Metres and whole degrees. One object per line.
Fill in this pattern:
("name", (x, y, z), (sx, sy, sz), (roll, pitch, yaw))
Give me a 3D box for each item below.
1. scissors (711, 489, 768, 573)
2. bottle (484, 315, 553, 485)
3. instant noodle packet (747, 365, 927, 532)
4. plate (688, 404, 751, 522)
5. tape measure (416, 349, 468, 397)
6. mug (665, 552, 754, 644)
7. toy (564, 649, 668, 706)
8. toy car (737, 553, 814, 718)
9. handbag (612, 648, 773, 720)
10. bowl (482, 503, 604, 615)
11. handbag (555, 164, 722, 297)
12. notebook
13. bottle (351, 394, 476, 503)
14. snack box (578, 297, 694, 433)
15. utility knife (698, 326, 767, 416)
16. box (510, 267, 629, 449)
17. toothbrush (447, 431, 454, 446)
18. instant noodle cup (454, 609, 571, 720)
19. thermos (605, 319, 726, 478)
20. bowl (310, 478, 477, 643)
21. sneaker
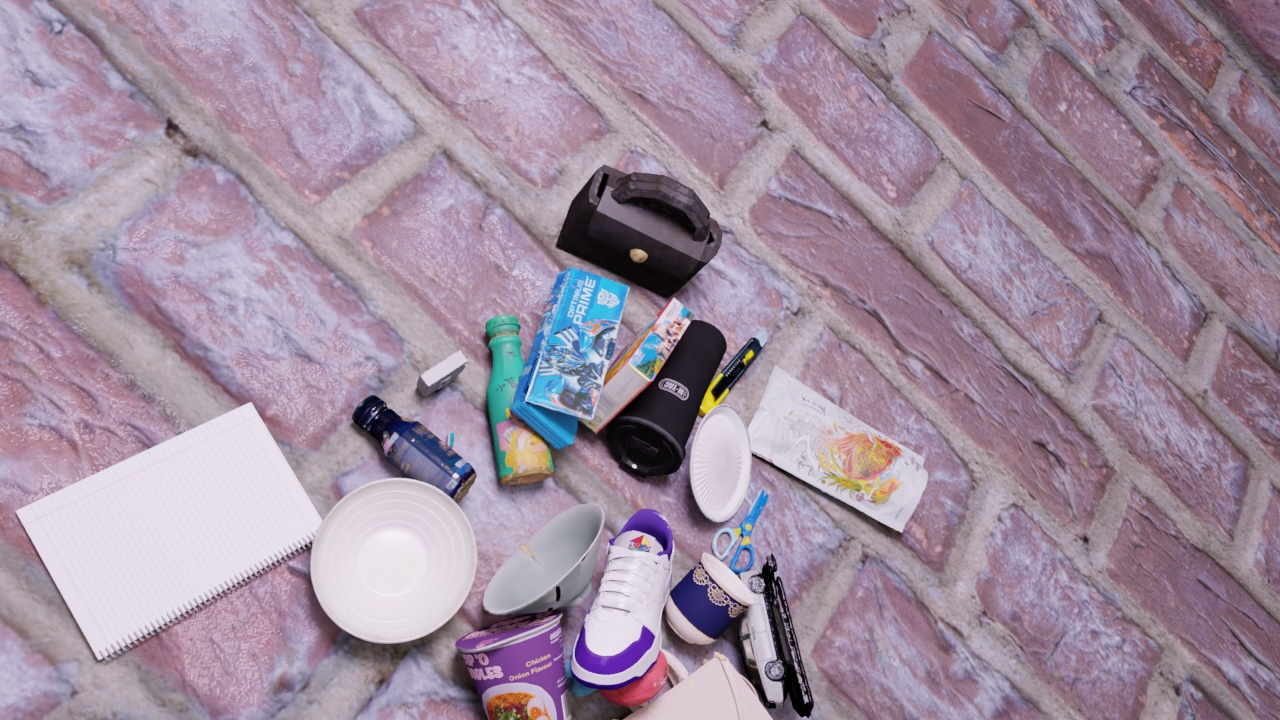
("scissors", (0.148, 0.230, 1.246), (0.070, 0.022, 0.130), (42, 56, -3))
("bottle", (-0.158, 0.047, 1.143), (0.068, 0.068, 0.209), (-4, 72, -26))
("instant noodle packet", (0.286, 0.128, 1.329), (0.269, 0.057, 0.146), (30, 59, -6))
("plate", (0.105, 0.136, 1.219), (0.156, 0.014, 0.157), (-1, 91, -54))
("tape measure", (-0.242, 0.018, 1.120), (0.060, 0.062, 0.020), (-36, 88, -26))
("mug", (0.076, 0.296, 1.147), (0.085, 0.112, 0.089), (39, 96, -23))
("toy", (-0.029, 0.353, 1.056), (0.092, 0.133, 0.062), (-35, 123, -58))
("toy car", (0.159, 0.351, 1.154), (0.071, 0.094, 0.191), (-10, 60, -1))
("handbag", (0.052, 0.430, 1.084), (0.194, 0.101, 0.198), (-23, 69, -30))
("bowl", (-0.091, 0.244, 1.042), (0.068, 0.175, 0.173), (52, 58, -14))
("handbag", (0.011, -0.177, 1.234), (0.197, 0.200, 0.102), (24, 62, -14))
("notebook", (-0.487, 0.174, 0.975), (0.245, 0.013, 0.178), (-30, 82, -31))
("bottle", (-0.265, 0.103, 1.069), (0.161, 0.056, 0.056), (38, 58, 8))
("snack box", (-0.007, 0.007, 1.168), (0.040, 0.143, 0.144), (39, 45, -5))
("utility knife", (0.136, 0.013, 1.323), (0.029, 0.020, 0.187), (45, 58, -5))
("box", (-0.078, -0.017, 1.150), (0.092, 0.086, 0.242), (45, 39, -30))
("toothbrush", (-0.231, 0.175, 1.088), (0.019, 0.018, 0.187), (4, 68, -14))
("instant noodle cup", (-0.133, 0.355, 1.008), (0.122, 0.136, 0.122), (-16, 86, 16))
("thermos", (0.043, 0.044, 1.224), (0.106, 0.106, 0.218), (36, 54, -8))
("bowl", (-0.274, 0.222, 1.020), (0.176, 0.058, 0.176), (5, 73, -18))
("sneaker", (-0.011, 0.258, 1.041), (0.092, 0.111, 0.243), (10, 26, 11))
